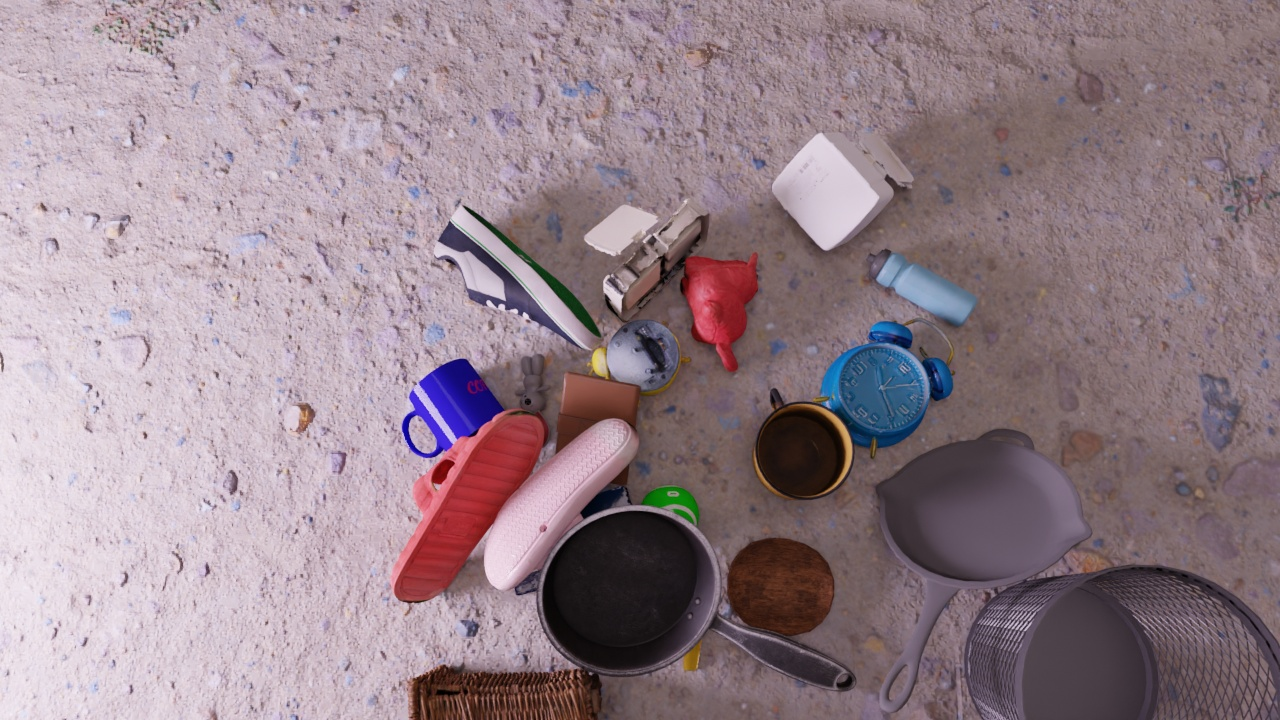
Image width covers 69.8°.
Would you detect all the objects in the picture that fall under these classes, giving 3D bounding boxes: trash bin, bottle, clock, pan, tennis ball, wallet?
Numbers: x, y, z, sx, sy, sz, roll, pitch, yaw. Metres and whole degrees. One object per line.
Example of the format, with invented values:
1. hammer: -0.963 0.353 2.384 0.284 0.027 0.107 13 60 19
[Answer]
1. trash bin: 0.428 0.301 0.854 0.218 0.227 0.217 -1 78 4
2. bottle: 0.315 -0.086 1.041 0.130 0.040 0.040 31 82 10
3. clock: -0.006 0.006 1.036 0.118 0.057 0.083 -32 78 -3
4. pan: 0.316 0.201 0.914 0.217 0.024 0.353 9 47 38
5. clock: 0.273 0.022 1.011 0.117 0.060 0.161 43 83 11
6. tennis ball: 0.031 0.167 0.995 0.065 0.065 0.065 -1 78 4
7. pan: 0.064 0.265 0.945 0.356 0.055 0.187 24 98 -14
8. wallet: -0.049 0.076 1.021 0.087 0.013 0.121 10 108 7

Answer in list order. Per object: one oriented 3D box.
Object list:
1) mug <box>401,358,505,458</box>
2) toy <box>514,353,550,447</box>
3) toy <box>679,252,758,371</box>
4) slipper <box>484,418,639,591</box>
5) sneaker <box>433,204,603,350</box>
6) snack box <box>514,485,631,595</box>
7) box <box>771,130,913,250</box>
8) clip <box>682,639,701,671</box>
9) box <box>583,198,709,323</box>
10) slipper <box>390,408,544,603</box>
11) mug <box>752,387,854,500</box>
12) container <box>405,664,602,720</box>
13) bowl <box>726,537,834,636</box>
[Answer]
1. mug: -0.215 0.064 1.029 0.111 0.079 0.083 -38 78 2
2. toy: -0.124 0.048 1.049 0.049 0.030 0.111 -10 73 31
3. toy: 0.104 -0.057 1.033 0.094 0.088 0.133 -11 78 -10
4. slipper: -0.084 0.150 0.974 0.221 0.107 0.055 -47 123 -6
5. sneaker: -0.144 -0.077 1.057 0.235 0.084 0.079 41 98 14
6. snack box: -0.076 0.199 1.016 0.150 0.027 0.082 -16 76 0
7. box: 0.247 -0.210 1.064 0.109 0.136 0.121 50 127 11
8. clip: 0.045 0.305 0.991 0.049 0.044 0.054 -2 75 46
9. box: 0.004 -0.137 0.999 0.070 0.187 0.143 42 77 12
10. slipper: -0.199 0.149 0.998 0.059 0.103 0.249 39 97 39
11. mug: 0.166 0.090 0.986 0.100 0.094 0.123 -23 79 -1
12. container: -0.118 0.425 0.908 0.183 0.162 0.249 -7 77 -3
13. bowl: 0.150 0.242 0.989 0.114 0.026 0.102 9 84 4
